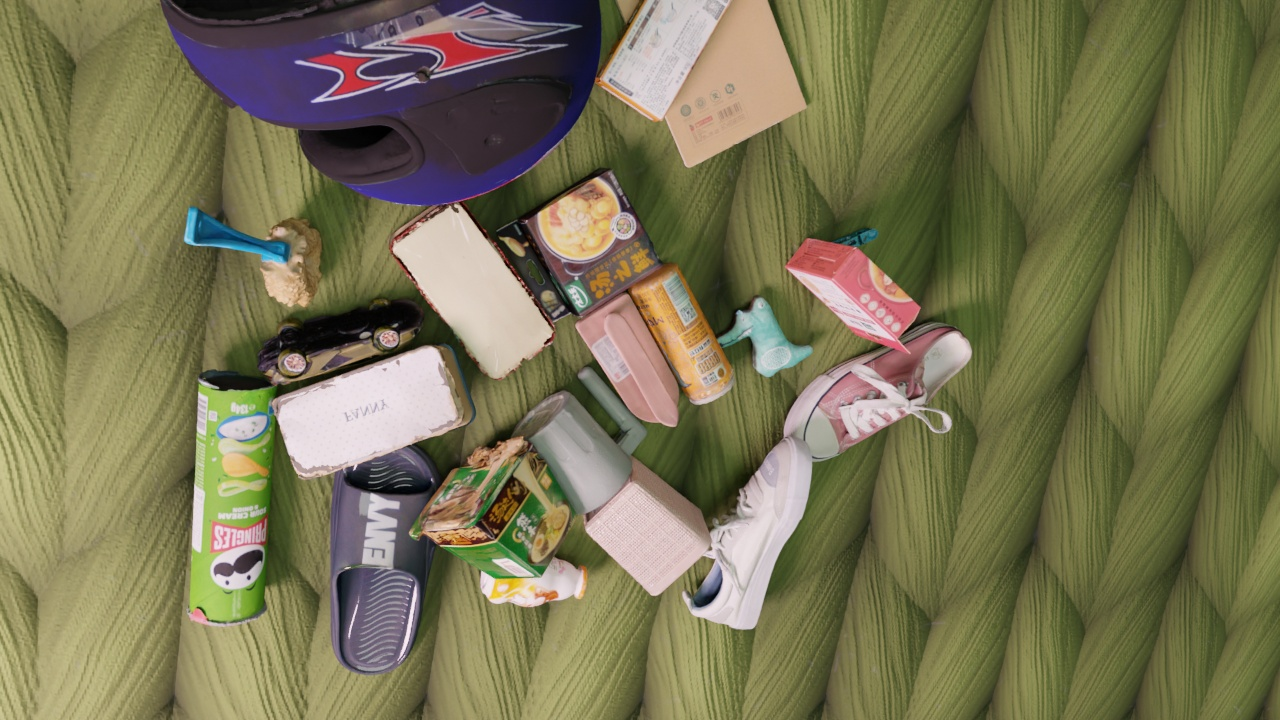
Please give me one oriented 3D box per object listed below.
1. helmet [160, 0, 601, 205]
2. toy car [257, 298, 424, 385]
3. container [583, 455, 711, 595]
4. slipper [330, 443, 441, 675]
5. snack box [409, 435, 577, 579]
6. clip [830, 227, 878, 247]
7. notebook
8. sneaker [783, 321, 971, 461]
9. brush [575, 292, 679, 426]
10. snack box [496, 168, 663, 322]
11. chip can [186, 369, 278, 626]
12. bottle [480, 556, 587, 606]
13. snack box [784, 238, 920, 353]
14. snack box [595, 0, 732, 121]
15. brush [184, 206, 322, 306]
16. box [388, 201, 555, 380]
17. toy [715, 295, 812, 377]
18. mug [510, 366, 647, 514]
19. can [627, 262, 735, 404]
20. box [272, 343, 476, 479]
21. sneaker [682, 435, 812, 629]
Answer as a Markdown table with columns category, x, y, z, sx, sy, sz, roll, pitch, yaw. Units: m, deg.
| category | x | y | z | sx | sy | sz | roll | pitch | yaw |
| --- | --- | --- | --- | --- | --- | --- | --- | --- | --- |
| helmet | -0.185 | -0.245 | 0.746 | 0.315 | 0.247 | 0.241 | -27 | 144 | -15 |
| toy car | -0.281 | -0.019 | 0.866 | 0.158 | 0.070 | 0.042 | -16 | 126 | -10 |
| container | 0.001 | 0.172 | 0.980 | 0.090 | 0.090 | 0.111 | -44 | 108 | 9 |
| slipper | -0.257 | 0.208 | 0.923 | 0.110 | 0.083 | 0.268 | 4 | 104 | -19 |
| snack box | -0.134 | 0.156 | 0.902 | 0.105 | 0.118 | 0.117 | 49 | 51 | -22 |
| clip | 0.235 | -0.132 | 1.012 | 0.056 | 0.043 | 0.014 | -23 | 109 | -13 |
| notebook | 0.070 | -0.321 | 0.925 | 0.147 | 0.008 | 0.208 | -28 | 109 | -8 |
| sneaker | 0.274 | 0.039 | 1.027 | 0.241 | 0.088 | 0.118 | -31 | 109 | -4 |
| brush | -0.006 | 0.006 | 0.950 | 0.063 | 0.073 | 0.146 | -33 | 111 | -7 |
| snack box | -0.060 | -0.113 | 0.921 | 0.125 | 0.053 | 0.113 | -34 | 110 | -11 |
| chip can | -0.388 | 0.129 | 0.871 | 0.072 | 0.072 | 0.236 | 4 | 101 | -17 |
| bottle | -0.113 | 0.231 | 0.978 | 0.108 | 0.063 | 0.063 | 11 | 100 | -18 |
| snack box | 0.231 | -0.071 | 0.976 | 0.127 | 0.113 | 0.044 | 39 | 89 | -21 |
| snack box | 0.026 | -0.318 | 0.894 | 0.075 | 0.026 | 0.154 | 29 | 95 | -20 |
| brush | -0.314 | -0.091 | 0.752 | 0.046 | 0.254 | 0.083 | 9 | 89 | -1 |
| box | -0.162 | -0.067 | 0.883 | 0.091 | 0.080 | 0.168 | -37 | 109 | -5 |
| toy | 0.130 | -0.024 | 1.006 | 0.096 | 0.030 | 0.092 | -28 | 104 | 0 |
| mug | -0.060 | 0.081 | 0.956 | 0.103 | 0.084 | 0.123 | 50 | 60 | -19 |
| can | 0.044 | -0.028 | 0.963 | 0.058 | 0.058 | 0.146 | -32 | 109 | -7 |
| box | -0.243 | 0.045 | 0.864 | 0.184 | 0.059 | 0.090 | -17 | 90 | -1 |
| sneaker | 0.113 | 0.187 | 1.022 | 0.090 | 0.089 | 0.242 | 14 | 108 | -12 |
